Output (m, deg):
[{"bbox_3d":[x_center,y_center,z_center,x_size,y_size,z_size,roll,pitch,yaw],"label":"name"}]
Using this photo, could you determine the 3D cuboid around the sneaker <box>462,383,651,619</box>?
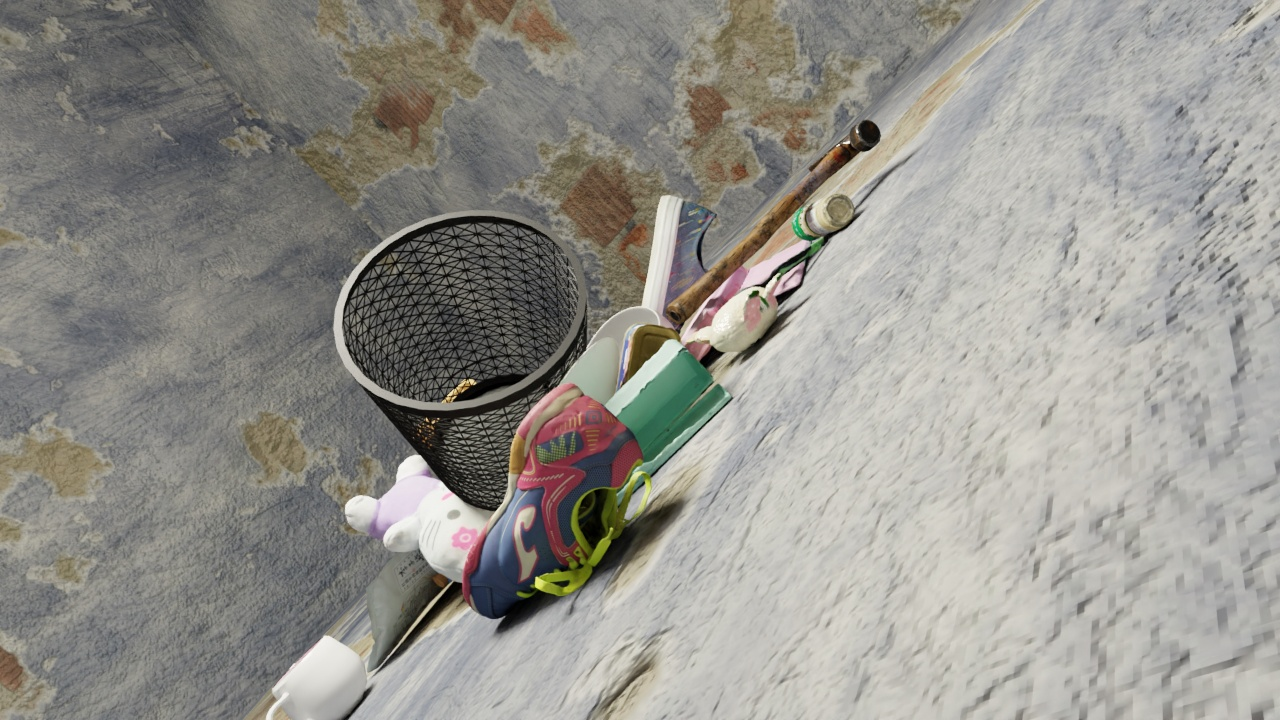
[{"bbox_3d":[-0.064,0.127,0.651,0.116,0.091,0.242,-41,-18,-45],"label":"sneaker"}]

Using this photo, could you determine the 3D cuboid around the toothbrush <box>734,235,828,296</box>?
[{"bbox_3d":[0.149,-0.096,0.945,0.017,0.014,0.187,2,25,39],"label":"toothbrush"}]

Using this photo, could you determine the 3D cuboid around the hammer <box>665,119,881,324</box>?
[{"bbox_3d":[0.139,-0.147,1.020,0.329,0.033,0.120,-44,4,-24],"label":"hammer"}]

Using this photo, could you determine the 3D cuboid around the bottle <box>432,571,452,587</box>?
[{"bbox_3d":[-0.200,0.220,1.107,0.130,0.048,0.048,-47,5,-35],"label":"bottle"}]

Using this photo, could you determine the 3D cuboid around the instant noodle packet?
[{"bbox_3d":[-0.248,0.245,1.129,0.268,0.057,0.147,-50,-28,-53],"label":"instant noodle packet"}]

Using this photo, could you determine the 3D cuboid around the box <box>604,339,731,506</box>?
[{"bbox_3d":[-0.002,0.082,0.756,0.189,0.079,0.077,-44,-36,1],"label":"box"}]

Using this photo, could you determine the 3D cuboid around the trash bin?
[{"bbox_3d":[-0.147,0.020,0.886,0.216,0.217,0.244,-46,-26,-24],"label":"trash bin"}]

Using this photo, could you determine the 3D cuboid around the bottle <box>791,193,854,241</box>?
[{"bbox_3d":[0.206,-0.162,1.035,0.042,0.042,0.110,-45,6,-6],"label":"bottle"}]

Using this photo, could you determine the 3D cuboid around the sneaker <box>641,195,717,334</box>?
[{"bbox_3d":[0.048,-0.089,1.173,0.087,0.079,0.235,-44,-38,-79],"label":"sneaker"}]

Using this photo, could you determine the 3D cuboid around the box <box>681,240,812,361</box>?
[{"bbox_3d":[0.109,-0.073,1.039,0.180,0.055,0.232,-41,5,21],"label":"box"}]

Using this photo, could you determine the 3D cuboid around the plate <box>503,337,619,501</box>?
[{"bbox_3d":[-0.061,0.089,0.853,0.228,0.030,0.230,-60,-13,-24],"label":"plate"}]

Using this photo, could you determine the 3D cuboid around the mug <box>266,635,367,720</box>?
[{"bbox_3d":[-0.342,0.353,0.963,0.090,0.076,0.123,-42,5,25],"label":"mug"}]

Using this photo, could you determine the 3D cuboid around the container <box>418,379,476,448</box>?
[{"bbox_3d":[-0.226,0.132,1.309,0.129,0.183,0.167,-44,-3,0],"label":"container"}]

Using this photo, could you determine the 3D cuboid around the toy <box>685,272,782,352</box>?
[{"bbox_3d":[0.092,-0.037,0.843,0.113,0.050,0.087,-49,-4,41],"label":"toy"}]

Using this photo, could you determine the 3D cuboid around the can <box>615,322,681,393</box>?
[{"bbox_3d":[0.007,0.011,0.927,0.059,0.054,0.100,-173,92,-83],"label":"can"}]

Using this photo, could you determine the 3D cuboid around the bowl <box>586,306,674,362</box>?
[{"bbox_3d":[-0.006,0.006,1.092,0.132,0.064,0.131,-30,40,29],"label":"bowl"}]

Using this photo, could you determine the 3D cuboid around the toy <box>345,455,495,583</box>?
[{"bbox_3d":[-0.216,0.177,1.003,0.210,0.086,0.137,10,33,34],"label":"toy"}]
